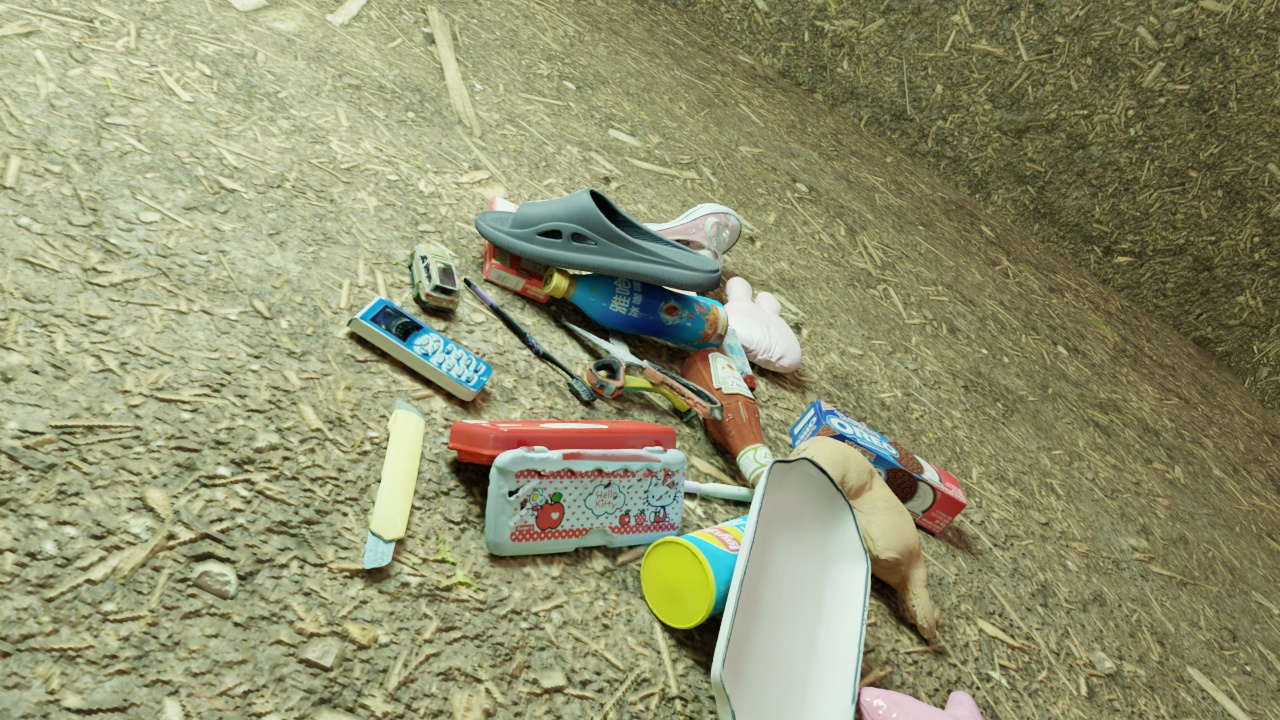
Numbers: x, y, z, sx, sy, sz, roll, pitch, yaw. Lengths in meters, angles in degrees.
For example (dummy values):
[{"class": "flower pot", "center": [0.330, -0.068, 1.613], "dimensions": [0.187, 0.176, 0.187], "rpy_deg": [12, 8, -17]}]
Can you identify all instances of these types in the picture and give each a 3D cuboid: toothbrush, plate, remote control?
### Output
[{"class": "toothbrush", "center": [0.083, 0.125, 0.896], "dimensions": [0.189, 0.029, 0.020], "rpy_deg": [15, 77, -34]}, {"class": "plate", "center": [0.117, 0.199, 0.716], "dimensions": [0.162, 0.034, 0.264], "rpy_deg": [45, 45, -28]}, {"class": "toothbrush", "center": [-0.114, -0.021, 0.913], "dimensions": [0.189, 0.014, 0.016], "rpy_deg": [42, 42, 13]}, {"class": "remote control", "center": [-0.191, -0.009, 0.802], "dimensions": [0.125, 0.024, 0.048], "rpy_deg": [34, 29, -5]}]

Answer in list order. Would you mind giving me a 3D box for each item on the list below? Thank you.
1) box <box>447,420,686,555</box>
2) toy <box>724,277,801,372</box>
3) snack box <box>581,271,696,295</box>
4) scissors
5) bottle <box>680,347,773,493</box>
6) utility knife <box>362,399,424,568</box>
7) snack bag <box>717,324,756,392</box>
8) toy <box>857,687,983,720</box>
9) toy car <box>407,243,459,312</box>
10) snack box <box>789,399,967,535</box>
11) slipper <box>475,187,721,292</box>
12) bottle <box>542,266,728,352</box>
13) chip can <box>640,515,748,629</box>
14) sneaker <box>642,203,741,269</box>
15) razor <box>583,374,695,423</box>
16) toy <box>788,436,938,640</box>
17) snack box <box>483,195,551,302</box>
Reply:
[{"class": "box", "center": [-0.058, 0.101, 0.765], "dimensions": [0.200, 0.100, 0.095], "rpy_deg": [4, 0, -41]}, {"class": "toy", "center": [0.154, -0.046, 1.184], "dimensions": [0.121, 0.054, 0.159], "rpy_deg": [27, 33, -18]}, {"class": "snack box", "center": [0.008, -0.073, 1.103], "dimensions": [0.157, 0.026, 0.084], "rpy_deg": [16, 35, -31]}, {"class": "scissors", "center": [-0.007, 0.006, 0.932], "dimensions": [0.189, 0.015, 0.224], "rpy_deg": [20, 18, -6]}, {"class": "bottle", "center": [0.098, 0.067, 0.943], "dimensions": [0.059, 0.060, 0.206], "rpy_deg": [16, 31, -31]}, {"class": "utility knife", "center": [-0.180, 0.086, 0.677], "dimensions": [0.031, 0.019, 0.178], "rpy_deg": [20, 26, -18]}, {"class": "snack bag", "center": [0.108, -0.007, 1.089], "dimensions": [0.045, 0.026, 0.105], "rpy_deg": [1, 59, -41]}, {"class": "toy", "center": [0.241, 0.318, 0.720], "dimensions": [0.178, 0.075, 0.194], "rpy_deg": [44, 27, 19]}, {"class": "toy car", "center": [-0.199, -0.084, 0.895], "dimensions": [0.042, 0.035, 0.090], "rpy_deg": [16, 32, -33]}, {"class": "snack box", "center": [0.273, 0.124, 1.057], "dimensions": [0.207, 0.058, 0.057], "rpy_deg": [29, 27, -11]}, {"class": "slipper", "center": [-0.039, -0.140, 0.977], "dimensions": [0.268, 0.083, 0.110], "rpy_deg": [14, 19, 3]}, {"class": "bottle", "center": [-0.005, -0.060, 1.011], "dimensions": [0.218, 0.065, 0.065], "rpy_deg": [15, 35, -30]}, {"class": "chip can", "center": [0.093, 0.168, 0.789], "dimensions": [0.209, 0.071, 0.071], "rpy_deg": [-4, 48, -50]}, {"class": "sneaker", "center": [0.074, -0.146, 1.202], "dimensions": [0.088, 0.118, 0.240], "rpy_deg": [30, 30, 29]}, {"class": "razor", "center": [-0.002, 0.032, 0.940], "dimensions": [0.132, 0.028, 0.043], "rpy_deg": [13, 39, -31]}, {"class": "toy", "center": [0.236, 0.172, 0.930], "dimensions": [0.226, 0.083, 0.143], "rpy_deg": [50, 24, 7]}, {"class": "snack box", "center": [-0.137, -0.127, 1.033], "dimensions": [0.075, 0.026, 0.152], "rpy_deg": [22, 31, -23]}]
